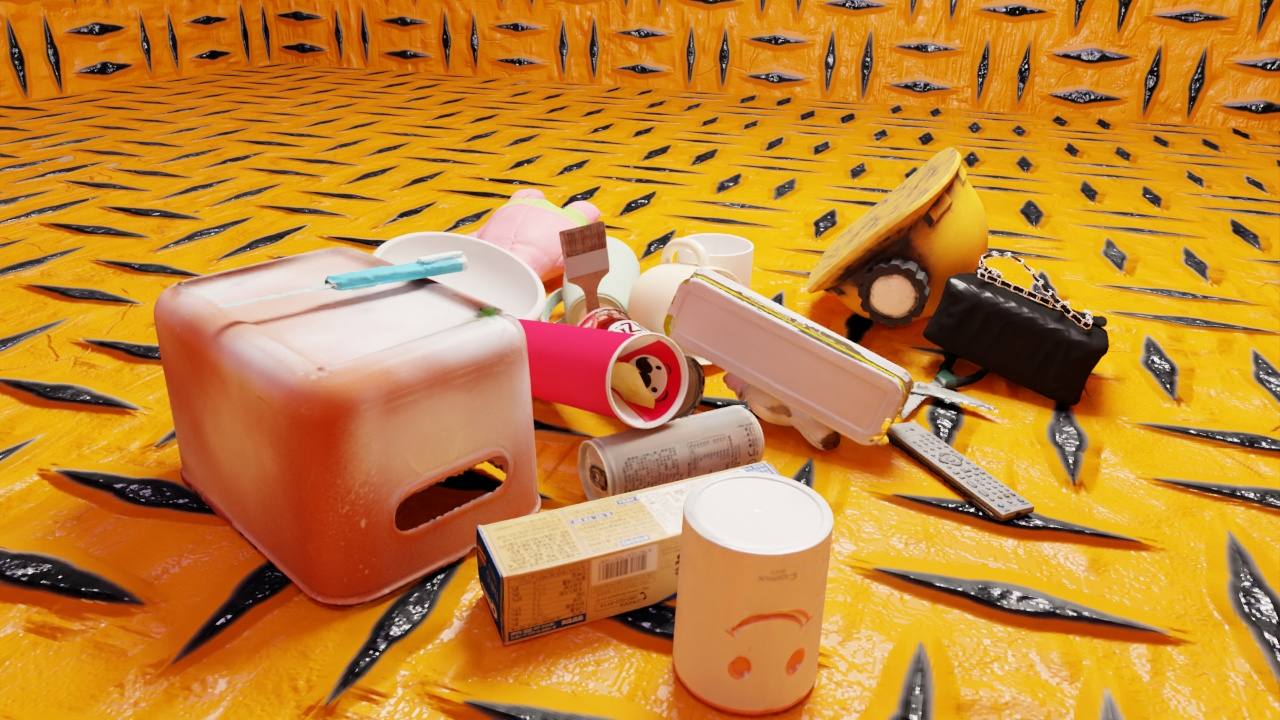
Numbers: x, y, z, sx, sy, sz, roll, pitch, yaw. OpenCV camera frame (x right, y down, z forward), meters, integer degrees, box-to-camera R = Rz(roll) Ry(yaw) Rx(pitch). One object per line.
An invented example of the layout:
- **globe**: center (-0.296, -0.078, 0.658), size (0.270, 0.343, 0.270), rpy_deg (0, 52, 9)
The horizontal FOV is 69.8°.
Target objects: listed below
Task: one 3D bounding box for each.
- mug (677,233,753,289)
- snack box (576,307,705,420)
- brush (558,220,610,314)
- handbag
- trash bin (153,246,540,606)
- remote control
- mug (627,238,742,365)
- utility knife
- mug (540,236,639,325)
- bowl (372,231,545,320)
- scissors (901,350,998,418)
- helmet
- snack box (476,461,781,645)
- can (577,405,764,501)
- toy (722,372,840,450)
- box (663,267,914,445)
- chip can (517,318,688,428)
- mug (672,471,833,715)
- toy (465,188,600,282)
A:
- **mug**: center (0.087, -0.090, 1.011), size (0.081, 0.088, 0.114), rpy_deg (13, 27, 24)
- **snack box**: center (-0.005, 0.005, 0.816), size (0.072, 0.072, 0.121), rpy_deg (-13, 28, -29)
- **brush**: center (-0.045, -0.059, 0.867), size (0.045, 0.143, 0.008), rpy_deg (-19, 29, -21)
- **handbag**: center (0.370, -0.047, 0.877), size (0.154, 0.115, 0.124), rpy_deg (25, 26, 23)
- **trash bin**: center (-0.210, 0.027, 0.655), size (0.260, 0.157, 0.181), rpy_deg (24, 33, 39)
- **remote control**: center (0.246, 0.084, 0.720), size (0.033, 0.013, 0.136), rpy_deg (-9, 26, -23)
- **mug**: center (0.039, -0.061, 0.906), size (0.096, 0.120, 0.100), rpy_deg (-9, 15, -32)
- **utility knife**: center (-0.198, -0.056, 0.626), size (0.176, 0.015, 0.022), rpy_deg (-15, 28, -35)
- **mug**: center (-0.056, -0.066, 0.976), size (0.111, 0.084, 0.103), rpy_deg (-22, 32, 17)
- **bowl**: center (-0.188, -0.057, 0.926), size (0.176, 0.066, 0.176), rpy_deg (14, 34, -10)
- **scissors**: center (0.256, 0.010, 0.887), size (0.202, 0.015, 0.202), rpy_deg (18, 28, 34)
- **helmet**: center (0.298, -0.111, 0.996), size (0.131, 0.206, 0.254), rpy_deg (47, 35, -3)
- **snack box**: center (0.003, 0.119, 0.583), size (0.206, 0.057, 0.056), rpy_deg (-9, 30, -22)
- **can**: center (0.025, 0.072, 0.689), size (0.135, 0.054, 0.054), rpy_deg (-11, 27, -25)
- **toy**: center (0.125, 0.036, 0.792), size (0.123, 0.038, 0.079), rpy_deg (25, 30, 27)
- **box**: center (0.121, -0.008, 0.760), size (0.210, 0.067, 0.069), rpy_deg (29, 41, 19)
- **chip can**: center (-0.053, 0.005, 0.750), size (0.069, 0.069, 0.221), rpy_deg (-14, 13, -31)
- **mug**: center (0.061, 0.126, 0.506), size (0.082, 0.105, 0.082), rpy_deg (1, 24, -1)
- **toy**: center (-0.138, -0.124, 1.086), size (0.192, 0.097, 0.236), rpy_deg (11, 40, 13)
